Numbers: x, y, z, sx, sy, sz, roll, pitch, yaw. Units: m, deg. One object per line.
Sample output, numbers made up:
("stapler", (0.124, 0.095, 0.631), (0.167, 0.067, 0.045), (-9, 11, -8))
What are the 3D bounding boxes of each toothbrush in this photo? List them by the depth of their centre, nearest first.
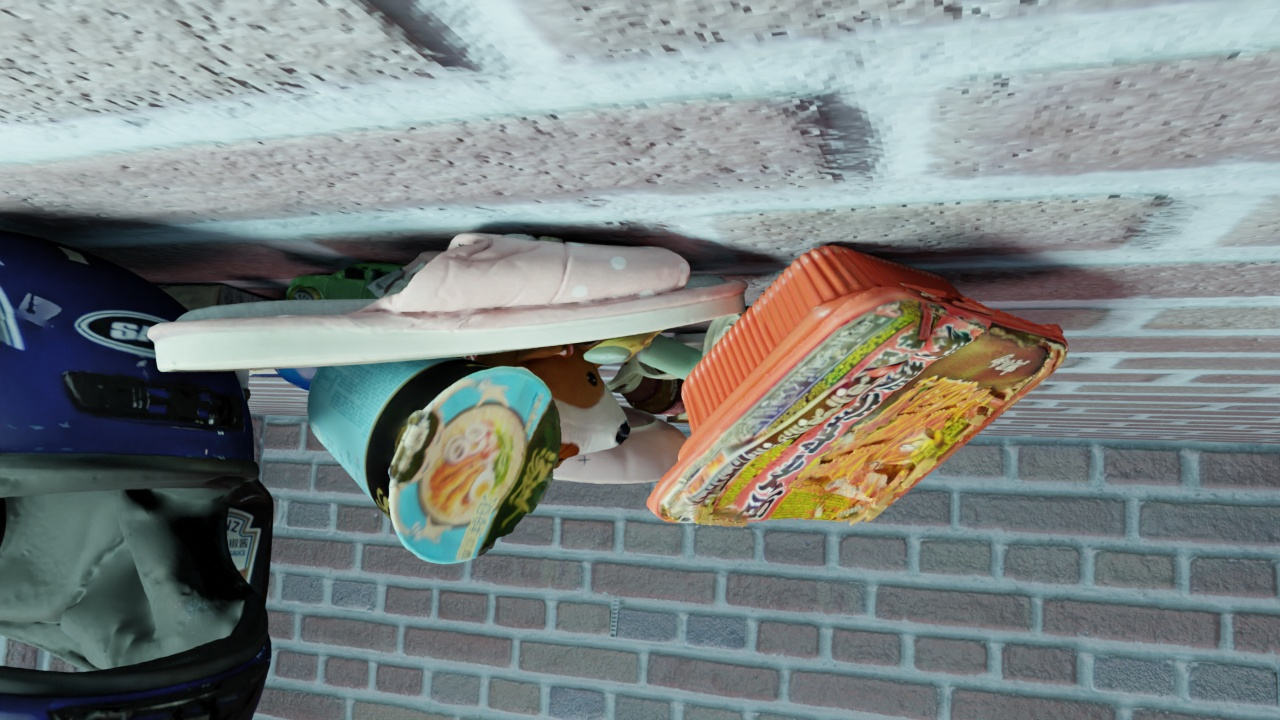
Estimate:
("toothbrush", (0.091, 0.026, 0.672), (0.225, 0.026, 0.027), (23, -156, 31))

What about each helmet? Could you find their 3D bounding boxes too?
("helmet", (-0.308, 0.061, 0.445), (0.316, 0.240, 0.247), (18, -179, 23))

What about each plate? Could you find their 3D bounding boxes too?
("plate", (-0.045, 0.067, 0.822), (0.192, 0.039, 0.192), (5, -172, -1))

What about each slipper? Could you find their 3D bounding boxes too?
("slipper", (-0.081, -0.030, 0.433), (0.274, 0.054, 0.114), (-6, -179, -15))

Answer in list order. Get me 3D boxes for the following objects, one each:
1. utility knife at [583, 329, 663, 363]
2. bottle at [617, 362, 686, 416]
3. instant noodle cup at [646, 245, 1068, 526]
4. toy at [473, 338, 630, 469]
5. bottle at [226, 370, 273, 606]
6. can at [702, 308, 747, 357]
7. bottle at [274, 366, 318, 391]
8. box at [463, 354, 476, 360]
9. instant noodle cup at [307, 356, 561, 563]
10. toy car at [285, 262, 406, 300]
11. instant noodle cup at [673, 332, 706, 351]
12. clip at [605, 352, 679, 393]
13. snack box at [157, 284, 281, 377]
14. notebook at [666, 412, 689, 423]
("utility knife", (-0.001, -0.017, 0.557), (0.031, 0.021, 0.198), (-2, -167, 12))
("bottle", (0.023, 0.028, 0.925), (0.057, 0.057, 0.174), (0, 173, 18))
("instant noodle cup", (0.103, 0.014, 0.458), (0.188, 0.079, 0.165), (9, 135, -40))
("toy", (-0.068, 0.029, 0.643), (0.130, 0.140, 0.199), (20, 178, 2))
("bottle", (-0.291, 0.096, 0.623), (0.079, 0.194, 0.044), (7, 170, -38))
("can", (0.105, -0.001, 0.619), (0.116, 0.058, 0.059), (5, 173, -26))
("bottle", (-0.219, -0.007, 0.667), (0.065, 0.065, 0.218), (1, 173, 13))
("box", (-0.115, 0.010, 0.841), (0.087, 0.076, 0.163), (-17, -178, -31))
("instant noodle cup", (-0.124, 0.036, 0.515), (0.120, 0.111, 0.111), (25, -170, 39))
("toy car", (-0.150, -0.035, 0.511), (0.091, 0.036, 0.043), (1, 175, -8))
("instant noodle cup", (0.122, 0.014, 0.762), (0.138, 0.060, 0.173), (-2, 174, 36))
("clip", (-0.007, 0.017, 0.796), (0.105, 0.081, 0.034), (12, -178, 43))
("snack box", (-0.338, -0.018, 0.692), (0.178, 0.045, 0.182), (0, 173, 12))
("notebook", (0.106, 0.052, 0.793), (0.148, 0.008, 0.208), (3, 174, -4))
